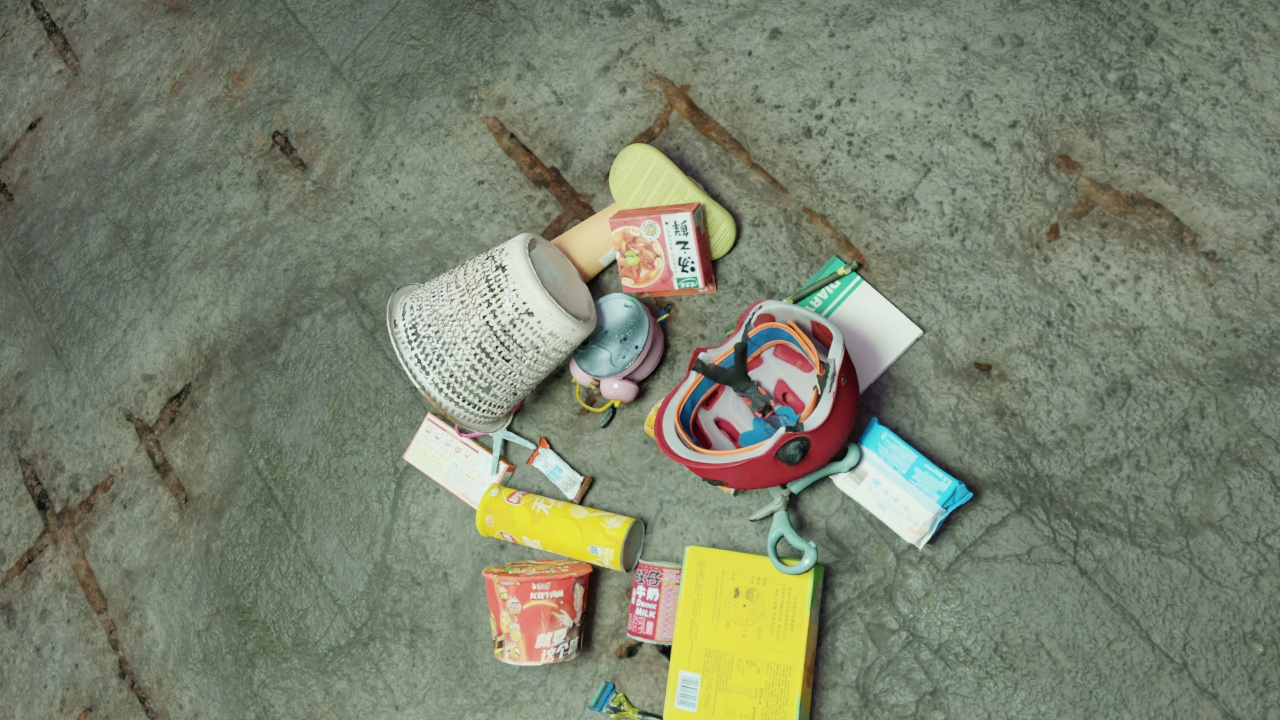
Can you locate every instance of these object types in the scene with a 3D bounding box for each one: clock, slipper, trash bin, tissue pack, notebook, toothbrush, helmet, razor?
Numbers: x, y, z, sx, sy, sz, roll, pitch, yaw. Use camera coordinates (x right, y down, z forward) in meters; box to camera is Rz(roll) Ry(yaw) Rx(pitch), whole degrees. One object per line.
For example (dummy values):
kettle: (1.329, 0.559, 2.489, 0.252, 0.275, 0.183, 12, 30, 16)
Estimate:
clock: (-0.035, -0.007, 1.196, 0.117, 0.059, 0.158, 26, 85, 37)
slipper: (0.044, -0.207, 1.212, 0.190, 0.081, 0.092, 39, 109, -1)
trash bin: (-0.172, -0.050, 1.163, 0.192, 0.227, 0.227, -33, 69, 20)
tissue pack: (0.294, 0.140, 1.043, 0.140, 0.063, 0.090, 39, 97, 27)
notebook: (0.219, -0.009, 1.134, 0.209, 0.012, 0.150, -46, 65, 7)
toothbrush: (0.187, -0.078, 1.150, 0.186, 0.012, 0.017, -29, 57, 16)
toothbrush: (-0.007, 0.007, 1.218, 0.014, 0.016, 0.189, 29, 89, 20)
helmet: (0.145, 0.062, 1.047, 0.240, 0.144, 0.207, -41, 37, -5)
razor: (0.010, 0.434, 1.118, 0.143, 0.022, 0.042, 12, 39, 20)

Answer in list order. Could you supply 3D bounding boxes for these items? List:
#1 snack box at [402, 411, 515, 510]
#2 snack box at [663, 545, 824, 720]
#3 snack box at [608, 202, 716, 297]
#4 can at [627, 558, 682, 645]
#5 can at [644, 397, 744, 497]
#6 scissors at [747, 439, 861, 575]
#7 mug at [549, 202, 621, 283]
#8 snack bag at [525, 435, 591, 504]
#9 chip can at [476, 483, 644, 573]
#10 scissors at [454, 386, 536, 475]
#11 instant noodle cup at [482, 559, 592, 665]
snack box: (-0.255, 0.142, 1.281, 0.156, 0.027, 0.077, 30, 91, 24)
snack box: (0.122, 0.329, 1.068, 0.158, 0.070, 0.210, 4, 80, 22)
snack box: (0.029, -0.133, 1.180, 0.113, 0.044, 0.127, -3, 117, 21)
can: (0.022, 0.293, 1.117, 0.067, 0.066, 0.093, 4, 80, 22)
can: (0.075, 0.105, 1.140, 0.146, 0.058, 0.058, 36, 93, 24)
scissors: (0.192, 0.156, 1.047, 0.179, 0.019, 0.170, -49, 23, 13)
mug: (-0.062, -0.158, 1.245, 0.123, 0.078, 0.078, -34, 69, 7)
snack bag: (-0.110, 0.147, 1.223, 0.104, 0.026, 0.048, 34, 99, 23)
chip can: (-0.104, 0.216, 1.182, 0.214, 0.072, 0.072, 10, 82, 22)
scissors: (-0.200, 0.095, 1.258, 0.135, 0.017, 0.133, -1, 63, 14)
instant noodle cup: (-0.126, 0.312, 1.141, 0.138, 0.137, 0.108, -3, 86, 21)
